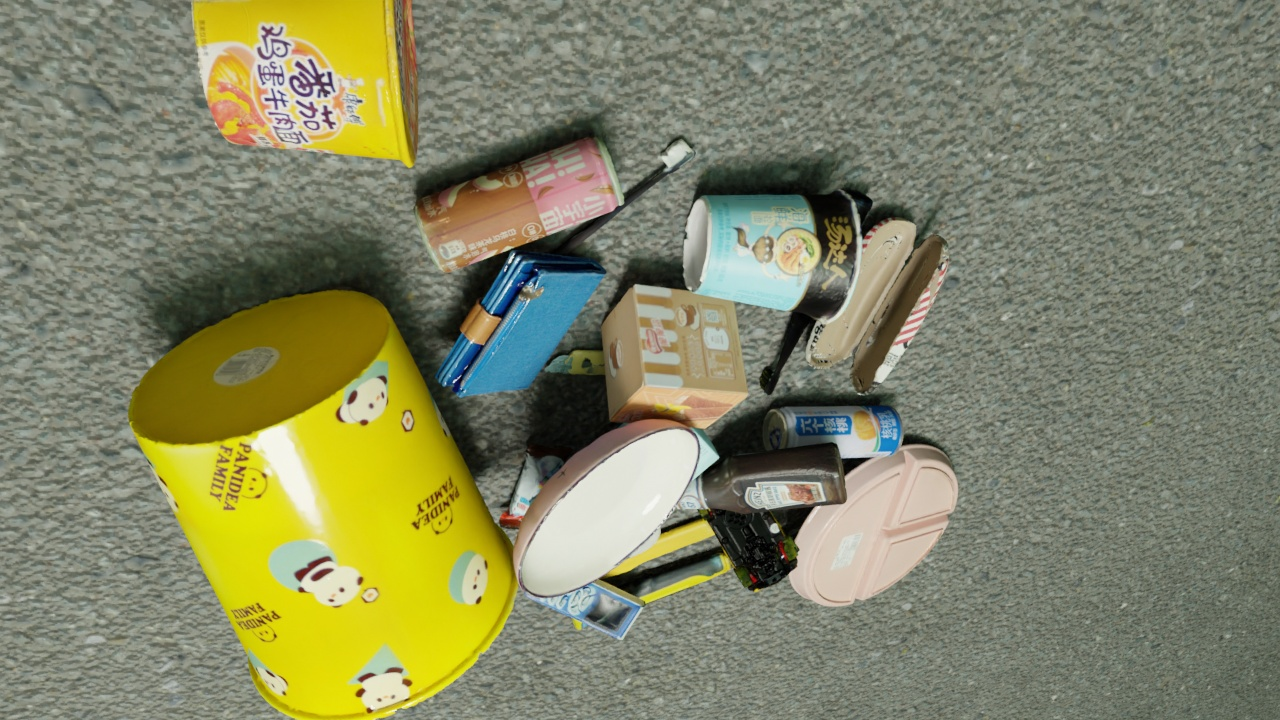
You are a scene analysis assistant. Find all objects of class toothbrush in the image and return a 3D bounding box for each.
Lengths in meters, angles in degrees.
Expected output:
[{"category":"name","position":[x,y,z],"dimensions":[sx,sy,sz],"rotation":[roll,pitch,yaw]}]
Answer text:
[{"category":"toothbrush","position":[0.153,-0.055,0.834],"dimensions":[0.026,0.027,0.213],"rotation":[-4,130,-35]},{"category":"toothbrush","position":[-0.032,-0.114,0.730],"dimensions":[0.181,0.015,0.018],"rotation":[-38,123,10]}]

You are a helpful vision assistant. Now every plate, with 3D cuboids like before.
[{"category":"plate","position":[-0.033,0.119,0.774],"dimensions":[0.192,0.039,0.193],"rotation":[-32,148,-23]},{"category":"plate","position":[0.268,0.193,1.034],"dimensions":[0.229,0.028,0.230],"rotation":[-16,130,-21]}]

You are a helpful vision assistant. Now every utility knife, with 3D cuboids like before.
[{"category":"utility knife","position":[0.035,0.193,0.986],"dimensions":[0.209,0.015,0.033],"rotation":[-19,129,-4]},{"category":"utility knife","position":[-0.005,0.005,0.834],"dimensions":[0.167,0.018,0.031],"rotation":[5,118,-17]}]

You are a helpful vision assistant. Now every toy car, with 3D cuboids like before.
[{"category":"toy car","position":[0.108,0.171,0.960],"dimensions":[0.071,0.041,0.156],"rotation":[-32,103,0]}]

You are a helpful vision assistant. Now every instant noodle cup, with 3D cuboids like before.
[{"category":"instant noodle cup","position":[-0.195,-0.185,0.549],"dimensions":[0.109,0.137,0.138],"rotation":[-3,127,-8]},{"category":"instant noodle cup","position":[0.101,-0.088,0.743],"dimensions":[0.120,0.111,0.111],"rotation":[3,125,-13]}]

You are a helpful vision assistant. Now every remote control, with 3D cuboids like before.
[{"category":"remote control","position":[-0.059,0.249,0.966],"dimensions":[0.125,0.024,0.049],"rotation":[29,105,-12]}]

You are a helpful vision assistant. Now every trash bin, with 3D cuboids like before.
[{"category":"trash bin","position":[-0.236,0.102,0.698],"dimensions":[0.229,0.229,0.256],"rotation":[-17,124,-6]}]

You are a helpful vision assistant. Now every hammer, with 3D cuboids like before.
[{"category":"hammer","position":[0.078,0.233,1.022],"dimensions":[0.323,0.032,0.126],"rotation":[-18,129,-6]}]

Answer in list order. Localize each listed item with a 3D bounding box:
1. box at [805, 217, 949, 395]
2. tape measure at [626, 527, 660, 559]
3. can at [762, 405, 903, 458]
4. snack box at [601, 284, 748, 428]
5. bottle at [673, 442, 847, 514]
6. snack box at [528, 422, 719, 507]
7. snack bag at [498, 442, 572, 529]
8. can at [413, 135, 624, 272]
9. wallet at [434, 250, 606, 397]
[{"category":"box","position":[0.206,-0.052,0.832],"dimensions":[0.088,0.076,0.163],"rotation":[19,121,-5]},{"category":"tape measure","position":[-0.014,0.170,0.941],"dimensions":[0.066,0.033,0.066],"rotation":[-23,132,2]},{"category":"can","position":[0.194,0.072,0.925],"dimensions":[0.134,0.053,0.053],"rotation":[0,125,-20]},{"category":"snack box","position":[0.026,-0.001,0.771],"dimensions":[0.094,0.092,0.077],"rotation":[5,153,-23]},{"category":"bottle","position":[0.099,0.121,0.893],"dimensions":[0.195,0.044,0.080],"rotation":[-9,142,14]},{"category":"snack box","position":[-0.016,0.114,0.869],"dimensions":[0.175,0.051,0.074],"rotation":[-40,135,3]},{"category":"snack bag","position":[-0.102,0.120,0.876],"dimensions":[0.045,0.026,0.105],"rotation":[11,119,-23]},{"category":"can","position":[-0.090,-0.116,0.680],"dimensions":[0.147,0.058,0.058],"rotation":[-21,130,-3]},{"category":"wallet","position":[-0.096,-0.029,0.738],"dimensions":[0.106,0.040,0.133],"rotation":[-4,135,-56]}]
